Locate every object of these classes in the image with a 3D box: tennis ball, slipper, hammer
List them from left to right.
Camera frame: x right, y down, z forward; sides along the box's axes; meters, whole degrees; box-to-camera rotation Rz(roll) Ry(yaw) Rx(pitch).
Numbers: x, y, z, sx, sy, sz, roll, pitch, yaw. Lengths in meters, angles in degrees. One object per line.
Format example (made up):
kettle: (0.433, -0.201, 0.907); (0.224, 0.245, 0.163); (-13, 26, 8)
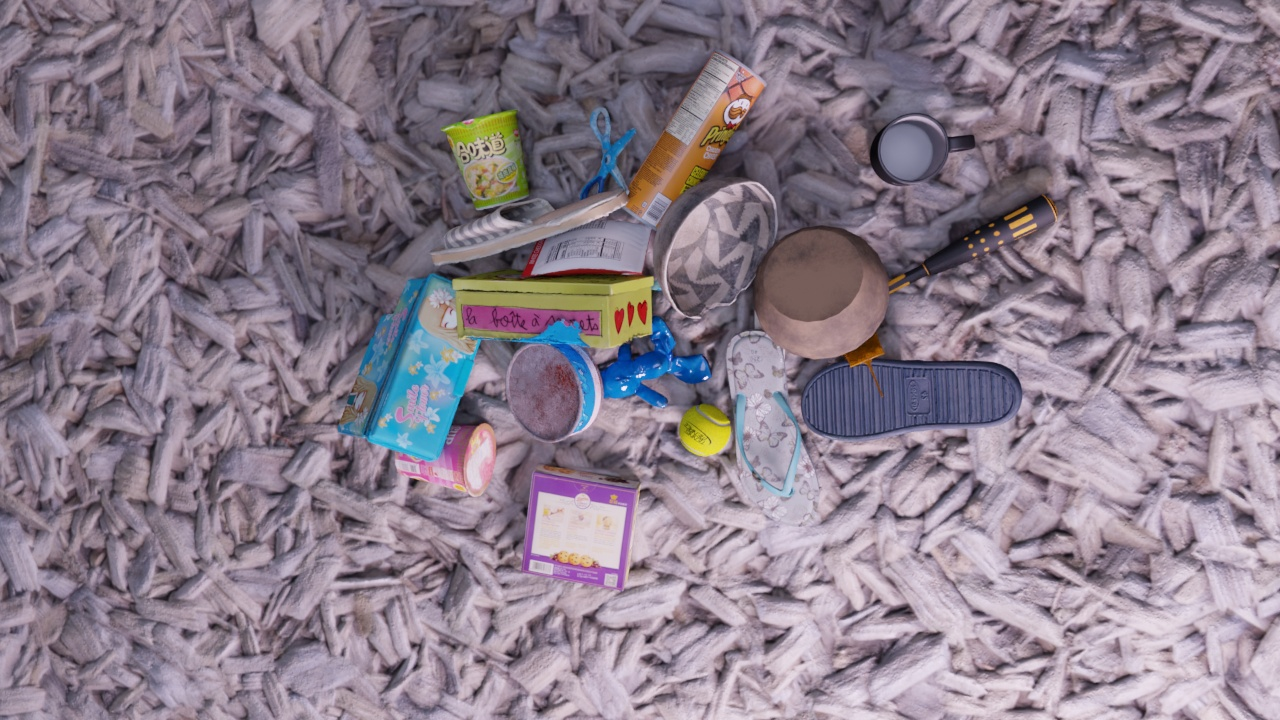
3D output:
slipper: (-0.141, -0.170, 1.122); (0.273, 0.114, 0.054); (-11, 102, 24)
tennis ball: (0.082, 0.089, 1.172); (0.065, 0.065, 0.065); (1, 99, 8)
slipper: (0.156, 0.095, 1.159); (0.098, 0.054, 0.269); (-11, 102, 23)
slipper: (0.327, 0.041, 1.115); (0.264, 0.082, 0.101); (-6, 93, 33)
hammer: (0.350, -0.109, 1.118); (0.321, 0.036, 0.123); (-27, 95, 14)

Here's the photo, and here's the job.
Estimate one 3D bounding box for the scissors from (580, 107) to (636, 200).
scissors: (-0.045, -0.246, 1.138); (0.140, 0.011, 0.134); (-53, 53, 38)

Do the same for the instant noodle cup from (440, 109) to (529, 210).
instant noodle cup: (-0.187, -0.249, 1.148); (0.099, 0.098, 0.108); (-12, 106, 10)

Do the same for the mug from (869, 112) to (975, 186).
mug: (0.329, -0.246, 1.068); (0.114, 0.088, 0.078); (-6, 98, 9)

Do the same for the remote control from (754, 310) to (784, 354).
remote control: (0.164, -0.028, 1.165); (0.038, 0.018, 0.125); (0, 99, 8)

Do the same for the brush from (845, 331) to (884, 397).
brush: (0.264, -0.019, 1.097); (0.048, 0.017, 0.126); (-24, 64, 16)

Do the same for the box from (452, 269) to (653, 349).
box: (-0.104, -0.066, 1.119); (0.221, 0.124, 0.083); (2, 102, 28)

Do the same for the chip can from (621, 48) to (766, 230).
chip can: (0.061, -0.262, 1.112); (0.075, 0.075, 0.215); (34, 103, 2)

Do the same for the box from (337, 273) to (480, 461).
box: (-0.299, 0.001, 1.180); (0.169, 0.086, 0.227); (14, 77, 15)

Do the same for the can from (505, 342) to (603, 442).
can: (-0.111, 0.037, 1.175); (0.130, 0.044, 0.130); (9, 105, 35)

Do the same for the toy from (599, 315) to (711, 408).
toy: (-0.007, 0.007, 1.173); (0.176, 0.071, 0.113); (-18, 107, 11)

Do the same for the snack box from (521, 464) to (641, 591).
snack box: (-0.080, 0.224, 1.231); (0.143, 0.040, 0.148); (9, 100, 7)

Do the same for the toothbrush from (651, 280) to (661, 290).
toothbrush: (0.030, -0.097, 1.174); (0.135, 0.017, 0.022); (-6, 95, 10)

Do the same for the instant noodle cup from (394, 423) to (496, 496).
instant noodle cup: (-0.261, 0.125, 1.221); (0.109, 0.097, 0.098); (6, 100, 15)

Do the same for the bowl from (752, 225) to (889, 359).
bowl: (0.209, -0.088, 1.088); (0.162, 0.070, 0.162); (-6, 71, 18)

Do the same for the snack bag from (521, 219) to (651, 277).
snack bag: (-0.063, -0.138, 1.127); (0.144, 0.130, 0.039); (0, 124, 8)

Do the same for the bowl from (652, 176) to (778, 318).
bowl: (0.075, -0.148, 1.101); (0.081, 0.178, 0.178); (40, 105, 35)
